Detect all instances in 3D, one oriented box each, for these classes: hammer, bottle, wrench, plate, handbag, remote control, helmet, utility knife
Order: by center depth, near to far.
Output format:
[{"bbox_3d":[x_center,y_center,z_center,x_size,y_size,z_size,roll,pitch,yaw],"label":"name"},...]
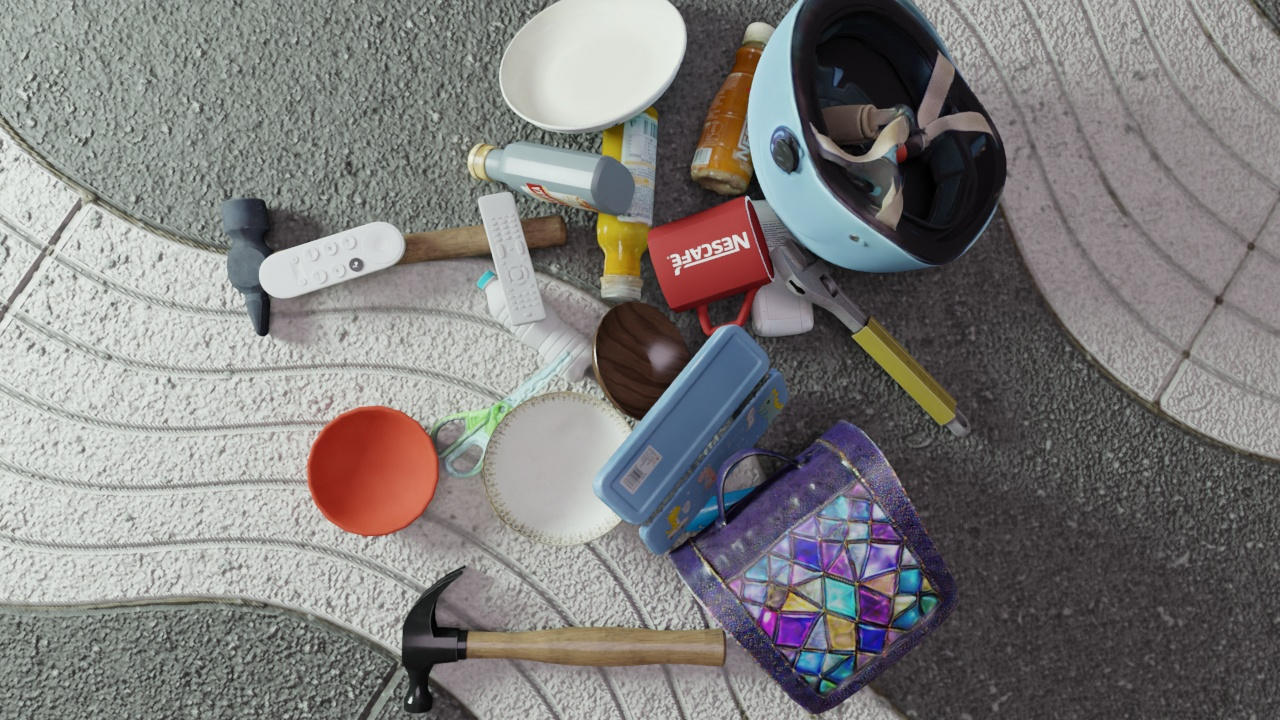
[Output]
[{"bbox_3d":[0.192,-0.201,0.833,0.224,0.167,0.265,-33,102,-32],"label":"helmet"},{"bbox_3d":[0.151,0.174,0.838,0.205,0.125,0.222,-37,98,-2],"label":"handbag"},{"bbox_3d":[-0.287,-0.094,0.856,0.136,0.013,0.043,-18,97,-4],"label":"remote control"},{"bbox_3d":[-0.090,-0.174,0.857,0.161,0.072,0.046,16,88,28],"label":"bottle"},{"bbox_3d":[-0.121,-0.095,0.861,0.033,0.012,0.131,-13,79,-15],"label":"remote control"},{"bbox_3d":[-0.043,-0.280,0.873,0.182,0.034,0.182,-7,60,12],"label":"plate"},{"bbox_3d":[-0.071,0.268,0.877,0.305,0.040,0.132,2,91,-4],"label":"hammer"},{"bbox_3d":[-0.100,-0.035,0.882,0.136,0.044,0.044,41,86,-1],"label":"bottle"},{"bbox_3d":[0.226,-0.018,0.884,0.273,0.083,0.018,44,124,-9],"label":"wrench"},{"bbox_3d":[-0.231,-0.105,0.885,0.321,0.040,0.129,-8,92,-4],"label":"hammer"},{"bbox_3d":[-0.014,-0.151,0.888,0.053,0.053,0.186,3,87,-3],"label":"bottle"},{"bbox_3d":[0.097,-0.247,0.896,0.059,0.059,0.167,17,83,-2],"label":"bottle"},{"bbox_3d":[0.124,0.137,0.901,0.198,0.015,0.031,-11,91,-4],"label":"utility knife"},{"bbox_3d":[0.135,-0.093,0.907,0.060,0.025,0.138,-6,86,-3],"label":"remote control"}]

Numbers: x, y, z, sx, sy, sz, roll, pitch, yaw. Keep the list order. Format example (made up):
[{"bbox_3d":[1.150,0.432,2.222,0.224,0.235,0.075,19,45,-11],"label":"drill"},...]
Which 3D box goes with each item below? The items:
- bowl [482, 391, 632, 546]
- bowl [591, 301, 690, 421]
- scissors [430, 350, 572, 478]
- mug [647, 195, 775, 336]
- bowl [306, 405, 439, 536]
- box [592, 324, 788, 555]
[{"bbox_3d":[-0.072,0.101,0.868,0.145,0.063,0.145,0,87,-3],"label":"bowl"},{"bbox_3d":[-0.005,0.005,0.874,0.119,0.032,0.119,16,65,-37],"label":"bowl"},{"bbox_3d":[-0.130,0.046,0.871,0.174,0.033,0.065,-38,83,8],"label":"scissors"},{"bbox_3d":[0.073,-0.084,0.864,0.097,0.080,0.116,-17,98,16],"label":"mug"},{"bbox_3d":[-0.250,0.104,0.872,0.122,0.035,0.122,0,87,-3],"label":"bowl"},{"bbox_3d":[0.057,0.075,0.848,0.209,0.039,0.126,-49,122,-15],"label":"box"}]
